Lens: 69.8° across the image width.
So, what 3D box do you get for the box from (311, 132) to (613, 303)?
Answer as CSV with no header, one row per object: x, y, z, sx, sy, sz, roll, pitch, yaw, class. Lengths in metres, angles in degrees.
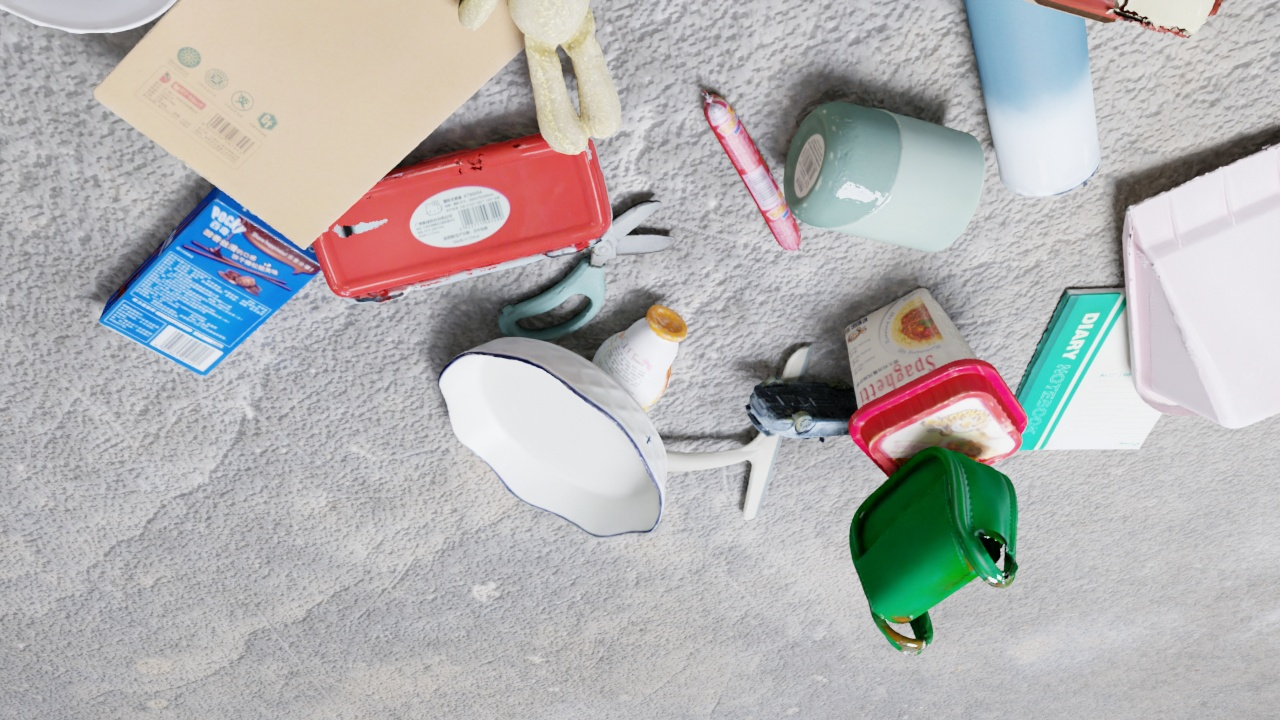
-0.120,-0.095,0.614,0.201,0.048,0.087,-13,106,7,box

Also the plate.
-0.065,0.059,0.732,0.205,0.045,0.205,23,143,19,plate

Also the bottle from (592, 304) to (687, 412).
-0.004,0.004,0.729,0.063,0.063,0.109,18,132,-23,bottle

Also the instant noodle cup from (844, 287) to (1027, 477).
0.224,0.020,0.726,0.117,0.124,0.116,-30,131,23,instant noodle cup

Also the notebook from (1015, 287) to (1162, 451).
0.417,0.013,0.823,0.150,0.012,0.210,-2,136,-3,notebook

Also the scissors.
-0.059,-0.065,0.685,0.174,0.019,0.178,-1,135,-7,scissors

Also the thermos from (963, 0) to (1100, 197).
0.232,-0.198,0.546,0.070,0.070,0.220,-20,134,14,thermos

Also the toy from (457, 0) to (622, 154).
-0.048,-0.193,0.517,0.105,0.066,0.157,-14,129,0,toy

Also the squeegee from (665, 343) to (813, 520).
0.014,0.083,0.830,0.246,0.039,0.247,1,135,-7,squeegee

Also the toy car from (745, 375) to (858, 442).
0.145,0.043,0.774,0.120,0.054,0.037,0,128,-30,toy car

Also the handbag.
0.216,0.138,0.673,0.068,0.120,0.132,20,133,-18,handbag

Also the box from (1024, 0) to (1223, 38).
0.267,-0.248,0.440,0.091,0.079,0.169,-1,119,-31,box

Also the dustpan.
0.490,-0.061,0.737,0.223,0.138,0.273,-21,107,6,dustpan

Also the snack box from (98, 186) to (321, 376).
-0.308,-0.054,0.661,0.157,0.026,0.084,-33,130,25,snack box

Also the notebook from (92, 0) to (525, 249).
-0.183,-0.173,0.531,0.208,0.008,0.148,-38,130,13,notebook

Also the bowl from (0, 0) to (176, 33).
-0.290,-0.216,0.461,0.118,0.118,0.065,27,166,-30,bowl

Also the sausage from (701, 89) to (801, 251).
0.080,-0.127,0.634,0.020,0.020,0.156,-24,133,18,sausage

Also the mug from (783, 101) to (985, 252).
0.151,-0.118,0.617,0.106,0.082,0.112,8,166,-15,mug
